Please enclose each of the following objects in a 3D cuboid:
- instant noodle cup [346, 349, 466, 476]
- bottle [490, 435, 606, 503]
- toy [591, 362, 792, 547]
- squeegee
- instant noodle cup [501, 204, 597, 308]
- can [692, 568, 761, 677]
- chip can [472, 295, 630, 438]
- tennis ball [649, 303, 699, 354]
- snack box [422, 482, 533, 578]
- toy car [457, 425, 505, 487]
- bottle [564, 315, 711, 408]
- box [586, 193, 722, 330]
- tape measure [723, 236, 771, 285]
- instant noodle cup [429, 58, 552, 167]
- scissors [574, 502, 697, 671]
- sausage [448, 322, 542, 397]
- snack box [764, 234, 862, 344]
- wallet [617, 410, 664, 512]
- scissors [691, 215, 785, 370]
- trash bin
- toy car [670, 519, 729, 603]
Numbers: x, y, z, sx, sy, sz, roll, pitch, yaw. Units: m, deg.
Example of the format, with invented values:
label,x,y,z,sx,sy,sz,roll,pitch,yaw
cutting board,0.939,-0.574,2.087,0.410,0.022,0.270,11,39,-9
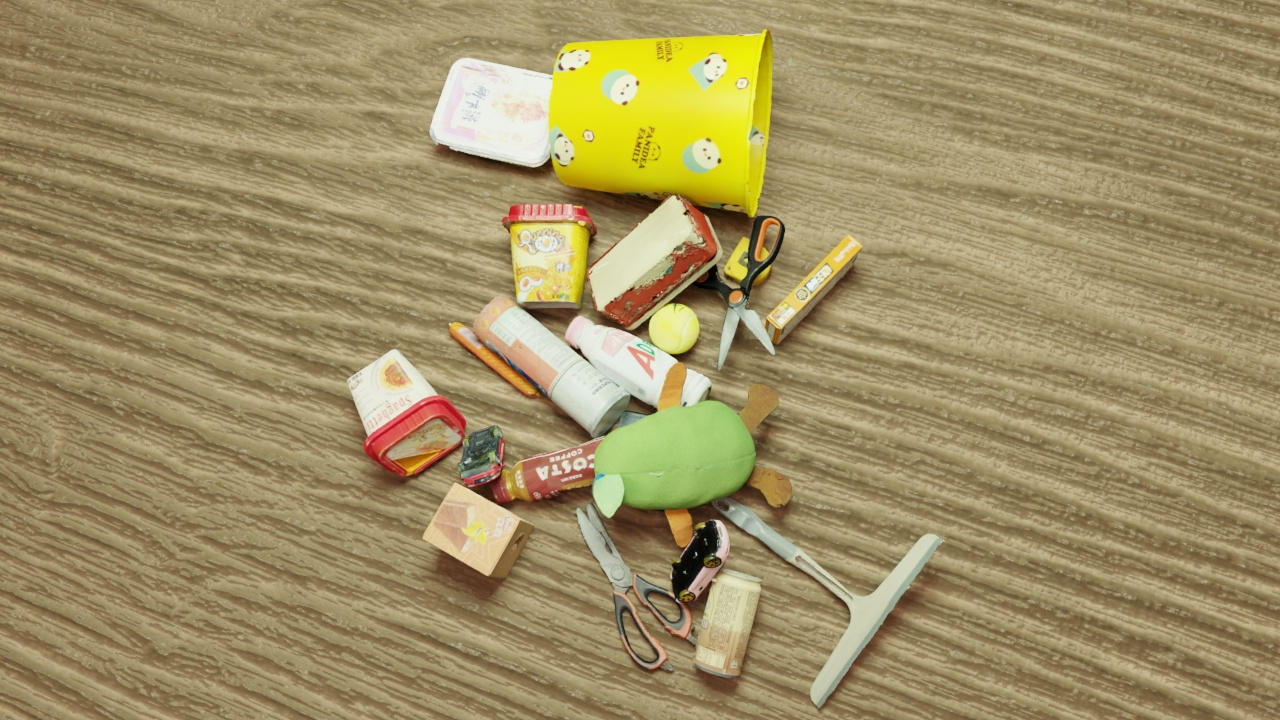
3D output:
label,x,y,z,sx,sy,sz,roll,pitch,yaw
instant noodle cup,-0.301,0.064,1.163,0.116,0.117,0.124,-34,63,-5
bottle,-0.099,0.138,1.143,0.175,0.057,0.057,-16,74,9
toy,0.056,0.113,1.085,0.246,0.090,0.227,-6,97,-15
squeegee,0.188,0.240,1.111,0.246,0.039,0.246,35,99,19
instant noodle cup,-0.118,-0.133,1.200,0.116,0.116,0.123,0,87,4
can,0.103,0.308,1.081,0.058,0.058,0.116,15,84,8
chip can,-0.116,0.005,1.173,0.215,0.071,0.071,39,81,15
tennis ball,0.043,-0.041,1.181,0.065,0.065,0.065,-1,75,4
snack box,-0.195,0.209,1.119,0.094,0.093,0.077,27,78,11
toy car,-0.192,0.121,1.135,0.053,0.120,0.045,-20,109,4
bottle,-0.007,0.007,1.172,0.197,0.068,0.068,31,79,14
box,0.010,-0.124,1.152,0.169,0.079,0.091,-39,47,24
tape measure,0.144,-0.129,1.215,0.057,0.029,0.060,29,80,10
instant noodle cup,-0.192,-0.335,1.280,0.173,0.060,0.138,14,77,9
scissors,-0.007,0.269,1.130,0.195,0.015,0.206,6,76,7
sausage,-0.194,-0.001,1.211,0.165,0.021,0.021,38,81,13
snack box,0.219,-0.089,1.175,0.026,0.075,0.153,43,82,13
wallet,0.010,0.128,1.164,0.097,0.019,0.120,10,75,8
scissors,0.119,-0.093,1.171,0.225,0.021,0.220,23,77,39
trash bin,0.030,-0.308,1.180,0.255,0.229,0.229,6,76,12
toy car,0.072,0.238,1.083,0.037,0.123,0.056,12,39,-21
